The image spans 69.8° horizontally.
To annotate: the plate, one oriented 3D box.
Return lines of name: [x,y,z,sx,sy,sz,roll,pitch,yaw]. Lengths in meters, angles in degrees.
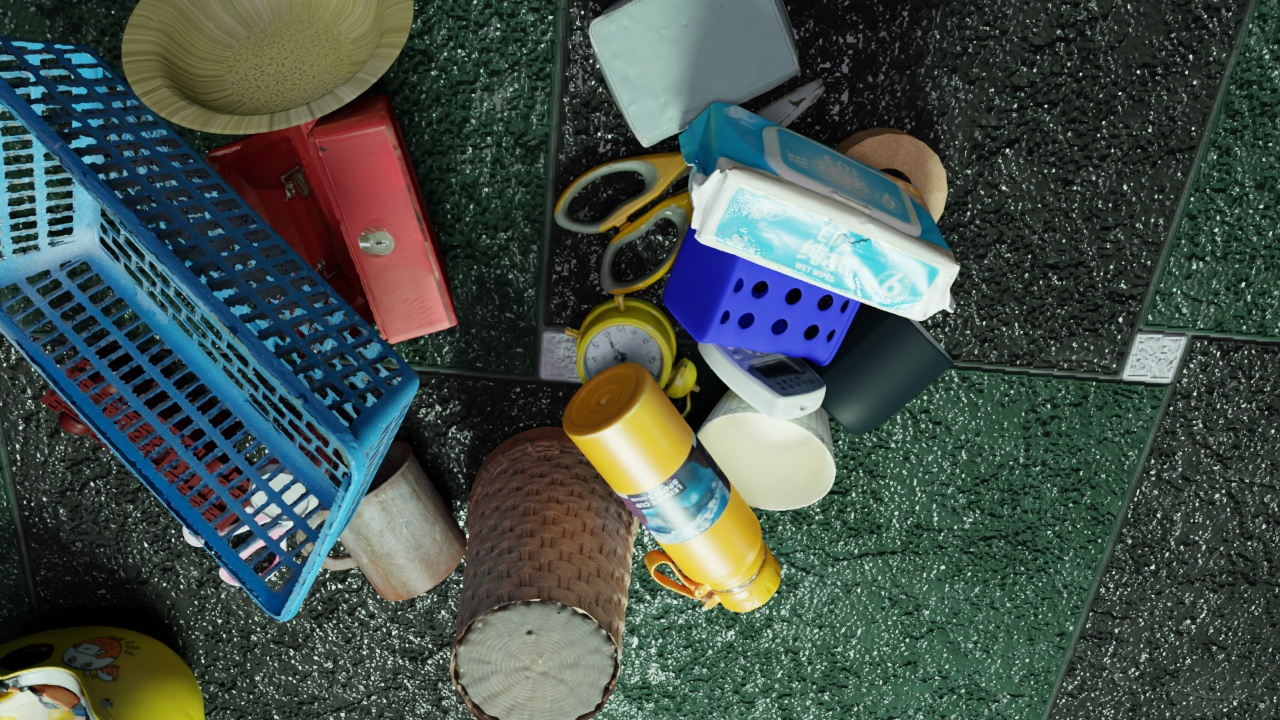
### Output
plate: [-0.237,-0.208,0.603,0.184,0.184,0.036,-4,152,0]

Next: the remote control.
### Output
remote control: [0.091,0.004,0.715,0.060,0.114,0.028,-12,128,-30]

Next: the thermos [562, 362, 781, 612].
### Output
thermos: [0.027,0.111,0.726,0.092,0.076,0.233,-24,122,21]

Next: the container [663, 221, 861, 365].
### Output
container: [0.090,-0.054,0.683,0.113,0.085,0.085,8,116,-28]

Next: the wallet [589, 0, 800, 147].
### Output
wallet: [0.037,-0.221,0.646,0.132,0.054,0.100,-22,105,11]

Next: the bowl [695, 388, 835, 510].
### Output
bowl: [0.105,0.062,0.752,0.115,0.062,0.115,12,135,12]

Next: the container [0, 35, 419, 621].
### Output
container: [-0.304,-0.022,0.605,0.362,0.089,0.258,44,136,5]

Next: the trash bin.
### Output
trash bin: [-0.073,0.166,0.727,0.151,0.209,0.151,-1,114,-2]

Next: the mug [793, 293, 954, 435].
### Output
mug: [0.171,-0.011,0.733,0.095,0.085,0.121,-45,80,16]

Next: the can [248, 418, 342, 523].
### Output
can: [-0.277,0.086,0.747,0.054,0.096,0.054,-1,114,-2]

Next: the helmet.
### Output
helmet: [-0.503,0.323,0.827,0.240,0.139,0.209,13,114,6]

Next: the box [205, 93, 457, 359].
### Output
box: [-0.192,-0.102,0.651,0.127,0.136,0.157,-11,116,12]

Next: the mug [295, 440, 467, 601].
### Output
mug: [-0.223,0.143,0.775,0.123,0.096,0.110,-26,108,2]

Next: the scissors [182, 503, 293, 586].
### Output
scissors: [-0.325,0.130,0.811,0.179,0.016,0.101,-35,110,13]

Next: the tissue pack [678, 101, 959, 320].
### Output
tissue pack: [0.125,-0.100,0.629,0.209,0.116,0.066,20,125,-13]

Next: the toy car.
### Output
toy car: [-0.387,0.060,0.751,0.070,0.061,0.170,-41,109,15]

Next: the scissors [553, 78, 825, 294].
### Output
scissors: [0.038,-0.151,0.691,0.229,0.016,0.114,-41,91,6]

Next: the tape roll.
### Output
tape roll: [0.184,-0.129,0.703,0.094,0.027,0.094,-1,114,-1]

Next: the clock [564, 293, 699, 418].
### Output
clock: [-0.004,0.004,0.739,0.083,0.057,0.119,-33,105,12]
